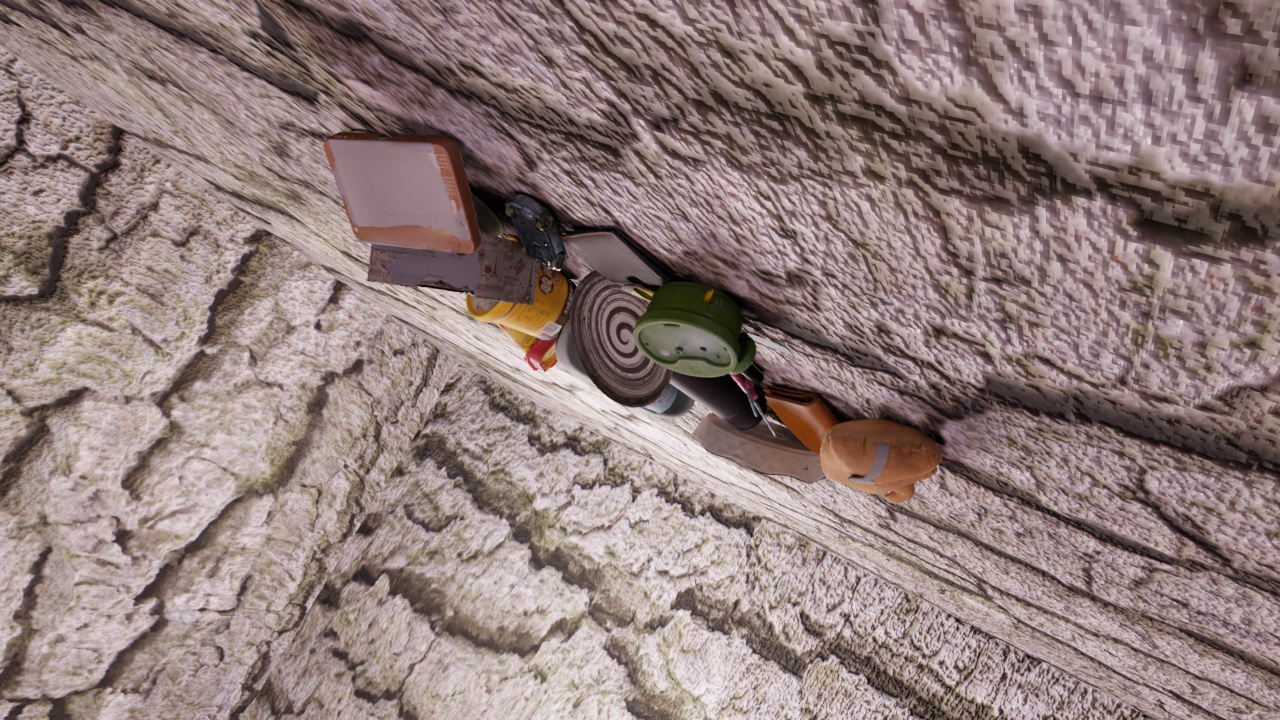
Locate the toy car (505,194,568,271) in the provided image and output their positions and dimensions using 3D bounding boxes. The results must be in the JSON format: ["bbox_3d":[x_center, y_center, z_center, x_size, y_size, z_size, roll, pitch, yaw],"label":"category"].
[{"bbox_3d":[-0.116,-0.148,1.052,0.054,0.036,0.121,26,160,22],"label":"toy car"}]

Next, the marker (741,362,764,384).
[{"bbox_3d":[0.111,-0.010,1.133,0.132,0.022,0.020,38,175,-36],"label":"marker"}]

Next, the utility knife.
[{"bbox_3d":[0.074,-0.045,1.032,0.208,0.021,0.031,27,169,3],"label":"utility knife"}]

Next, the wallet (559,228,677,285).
[{"bbox_3d":[-0.025,-0.114,1.010,0.096,0.020,0.122,35,167,-30],"label":"wallet"}]

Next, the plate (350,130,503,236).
[{"bbox_3d":[-0.283,-0.220,1.196,0.230,0.027,0.230,29,171,5],"label":"plate"}]

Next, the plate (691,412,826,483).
[{"bbox_3d":[0.181,0.124,1.368,0.205,0.045,0.204,15,-171,-3],"label":"plate"}]

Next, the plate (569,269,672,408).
[{"bbox_3d":[-0.021,-0.030,1.132,0.180,0.180,0.024,21,-148,38],"label":"plate"}]

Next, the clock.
[{"bbox_3d":[0.061,-0.025,0.998,0.116,0.056,0.161,4,151,29],"label":"clock"}]

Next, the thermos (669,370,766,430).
[{"bbox_3d":[0.067,0.018,1.240,0.090,0.068,0.242,-9,143,45],"label":"thermos"}]

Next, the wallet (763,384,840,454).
[{"bbox_3d":[0.223,0.085,1.210,0.130,0.035,0.119,47,166,-28],"label":"wallet"}]

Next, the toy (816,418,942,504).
[{"bbox_3d":[0.289,0.128,1.125,0.143,0.082,0.226,12,165,18],"label":"toy"}]

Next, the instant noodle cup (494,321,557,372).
[{"bbox_3d":[-0.171,-0.061,1.462,0.123,0.116,0.116,40,173,10],"label":"instant noodle cup"}]

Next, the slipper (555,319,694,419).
[{"bbox_3d":[-0.008,0.007,1.273,0.245,0.104,0.074,24,171,-35],"label":"slipper"}]

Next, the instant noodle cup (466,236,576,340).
[{"bbox_3d":[-0.156,-0.090,1.245,0.114,0.118,0.119,28,174,-37],"label":"instant noodle cup"}]

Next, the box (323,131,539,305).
[{"bbox_3d":[-0.244,-0.148,1.072,0.179,0.132,0.271,10,155,25],"label":"box"}]

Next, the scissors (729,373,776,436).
[{"bbox_3d":[0.137,0.039,1.186,0.131,0.017,0.133,53,-168,-16],"label":"scissors"}]
